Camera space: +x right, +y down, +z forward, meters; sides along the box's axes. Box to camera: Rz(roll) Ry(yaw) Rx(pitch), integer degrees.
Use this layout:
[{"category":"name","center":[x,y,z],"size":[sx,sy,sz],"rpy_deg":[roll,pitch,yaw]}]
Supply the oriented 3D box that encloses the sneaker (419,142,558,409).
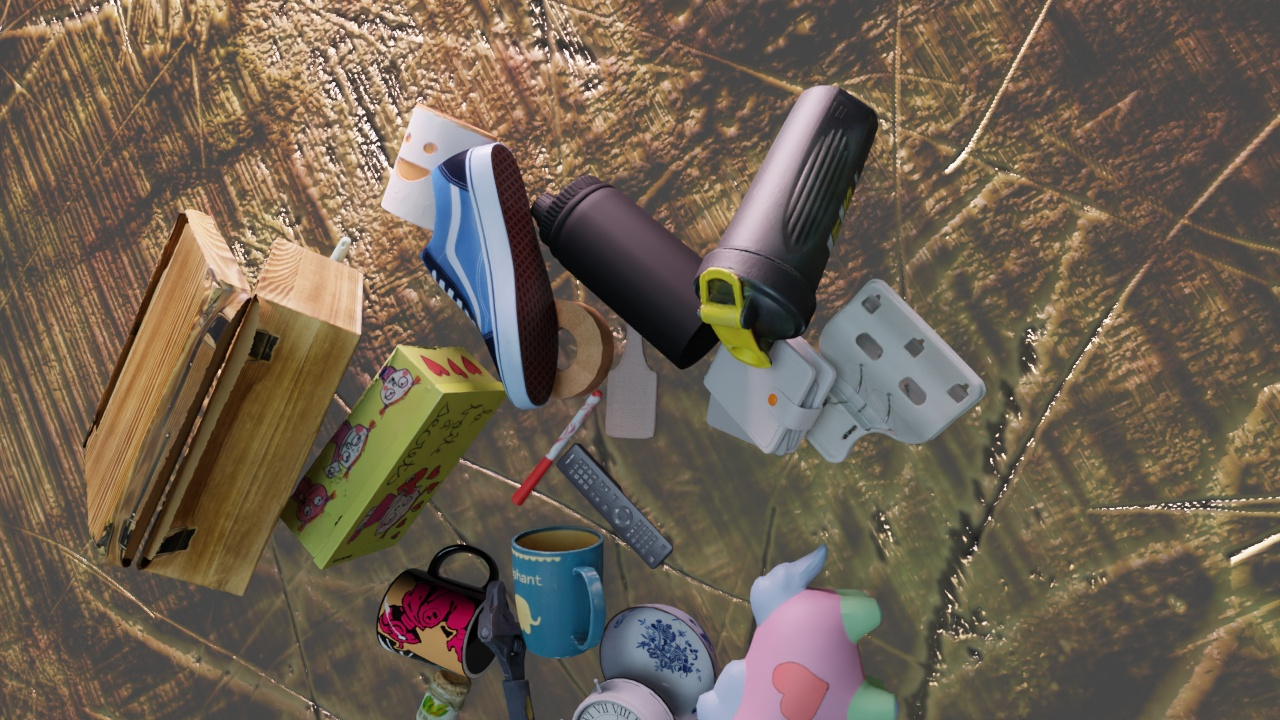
[{"category":"sneaker","center":[-0.142,-0.070,0.837],"size":[0.098,0.083,0.241],"rpy_deg":[-13,88,22]}]

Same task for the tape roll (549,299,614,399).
[{"category":"tape roll","center":[-0.073,-0.010,0.872],"size":[0.094,0.027,0.094],"rpy_deg":[0,90,22]}]

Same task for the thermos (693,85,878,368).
[{"category":"thermos","center":[0.116,-0.110,0.725],"size":[0.098,0.098,0.220],"rpy_deg":[20,73,21]}]

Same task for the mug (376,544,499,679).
[{"category":"mug","center":[-0.186,0.238,0.899],"size":[0.098,0.082,0.117],"rpy_deg":[10,67,21]}]

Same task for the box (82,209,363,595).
[{"category":"box","center":[-0.399,0.033,0.859],"size":[0.192,0.251,0.279],"rpy_deg":[24,101,-25]}]

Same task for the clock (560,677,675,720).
[{"category":"clock","center":[-0.007,0.338,0.802],"size":[0.122,0.035,0.095],"rpy_deg":[42,115,16]}]

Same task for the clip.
[{"category":"clip","center":[0.199,0.018,0.758],"size":[0.126,0.101,0.152],"rpy_deg":[50,135,15]}]

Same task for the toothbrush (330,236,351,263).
[{"category":"toothbrush","center":[-0.350,-0.065,0.991],"size":[0.022,0.015,0.155],"rpy_deg":[29,102,-12]}]

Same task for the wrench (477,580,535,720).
[{"category":"wrench","center":[-0.113,0.342,0.874],"size":[0.022,0.073,0.273],"rpy_deg":[-7,94,22]}]

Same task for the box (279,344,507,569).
[{"category":"box","center":[-0.237,0.089,0.890],"size":[0.079,0.124,0.221],"rpy_deg":[44,103,16]}]

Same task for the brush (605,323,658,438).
[{"category":"brush","center":[-0.005,0.005,0.855],"size":[0.050,0.015,0.135],"rpy_deg":[1,85,21]}]

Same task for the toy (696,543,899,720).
[{"category":"toy","center":[0.117,0.268,0.748],"size":[0.171,0.120,0.222],"rpy_deg":[-9,83,2]}]

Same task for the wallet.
[{"category":"wallet","center":[0.099,0.027,0.773],"size":[0.118,0.037,0.115],"rpy_deg":[50,127,43]}]

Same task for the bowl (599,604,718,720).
[{"category":"bowl","center":[0.023,0.266,0.821],"size":[0.114,0.045,0.114],"rpy_deg":[5,102,26]}]

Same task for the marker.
[{"category":"marker","center":[-0.081,0.084,0.884],"size":[0.013,0.012,0.142],"rpy_deg":[41,104,17]}]

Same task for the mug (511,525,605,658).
[{"category":"mug","center":[-0.067,0.216,0.834],"size":[0.112,0.084,0.104],"rpy_deg":[11,103,55]}]

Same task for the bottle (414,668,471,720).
[{"category":"bottle","center":[-0.206,0.364,0.920],"size":[0.043,0.043,0.111],"rpy_deg":[28,100,19]}]

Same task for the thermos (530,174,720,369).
[{"category":"thermos","center":[-0.010,-0.088,0.815],"size":[0.198,0.086,0.086],"rpy_deg":[42,104,17]}]

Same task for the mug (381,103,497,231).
[{"category":"mug","center":[-0.196,-0.184,0.892],"size":[0.082,0.082,0.105],"rpy_deg":[27,100,20]}]

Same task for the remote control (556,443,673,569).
[{"category":"remote control","center":[-0.023,0.135,0.860],"size":[0.136,0.015,0.032],"rpy_deg":[45,106,13]}]
